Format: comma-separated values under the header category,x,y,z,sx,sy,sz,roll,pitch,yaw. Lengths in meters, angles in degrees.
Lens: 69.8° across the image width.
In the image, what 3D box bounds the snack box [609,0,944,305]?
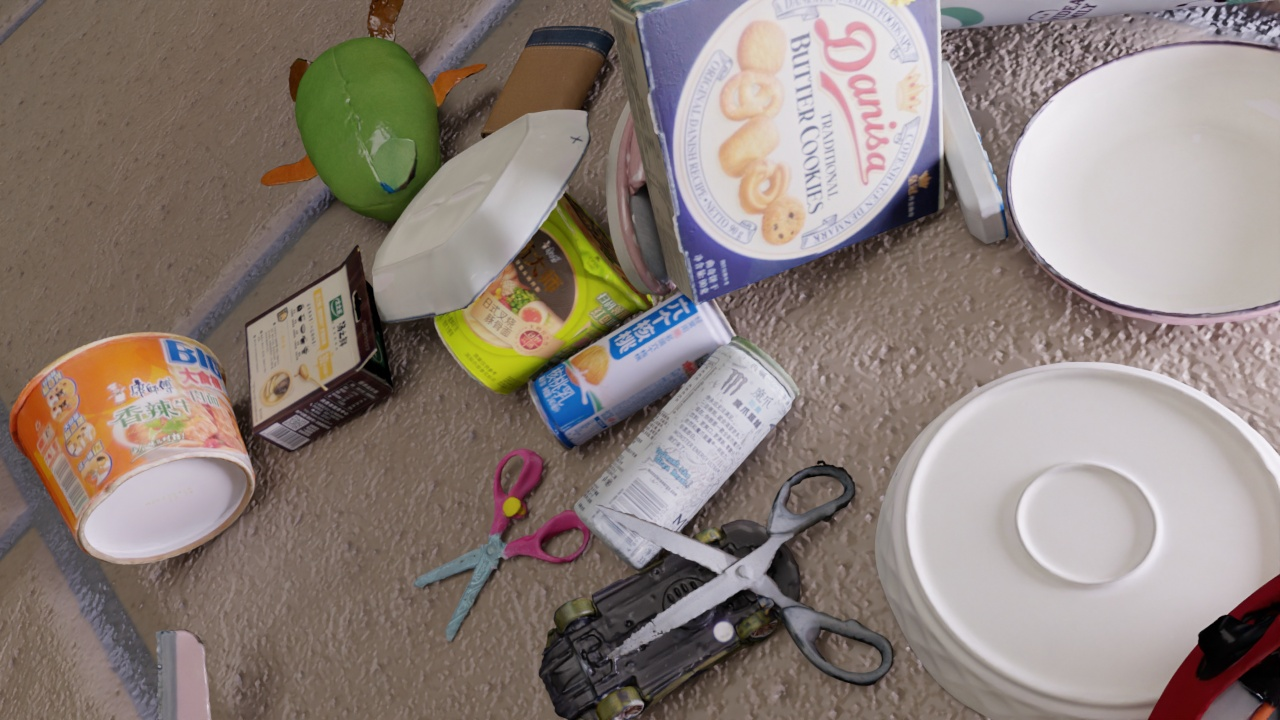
category,x,y,z,sx,sy,sz,roll,pitch,yaw
snack box,0.089,-0.145,0.540,0.182,0.178,0.045,-22,37,-9

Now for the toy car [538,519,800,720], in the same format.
category,x,y,z,sx,sy,sz,roll,pitch,yaw
toy car,0.018,0.149,0.517,0.158,0.042,0.070,-27,56,-7

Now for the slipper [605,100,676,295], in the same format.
category,x,y,z,sx,sy,sz,roll,pitch,yaw
slipper,0.031,-0.164,0.649,0.054,0.114,0.273,-6,54,25

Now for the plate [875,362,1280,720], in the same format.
category,x,y,z,sx,sy,sz,roll,pitch,yaw
plate,0.222,0.087,0.461,0.205,0.045,0.204,-11,60,19

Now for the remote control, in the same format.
category,x,y,z,sx,sy,sz,roll,pitch,yaw
remote control,0.206,-0.134,0.588,0.024,0.049,0.124,-17,57,18

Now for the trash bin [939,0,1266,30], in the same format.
category,x,y,z,sx,sy,sz,roll,pitch,yaw
trash bin,0.275,-0.315,0.563,0.252,0.230,0.229,8,66,21

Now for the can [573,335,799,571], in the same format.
category,x,y,z,sx,sy,sz,roll,pitch,yaw
can,0.028,0.056,0.556,0.146,0.058,0.058,-47,55,-6

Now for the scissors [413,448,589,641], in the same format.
category,x,y,z,sx,sy,sz,roll,pitch,yaw
scissors,-0.087,0.124,0.598,0.118,0.017,0.133,20,77,27

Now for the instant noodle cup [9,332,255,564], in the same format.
category,x,y,z,sx,sy,sz,roll,pitch,yaw
instant noodle cup,-0.365,0.071,0.678,0.151,0.151,0.111,-40,62,-1

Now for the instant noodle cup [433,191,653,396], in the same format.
category,x,y,z,sx,sy,sz,roll,pitch,yaw
instant noodle cup,-0.072,-0.041,0.633,0.123,0.111,0.111,-39,54,10

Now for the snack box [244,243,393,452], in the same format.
category,x,y,z,sx,sy,sz,roll,pitch,yaw
snack box,-0.247,-0.009,0.717,0.126,0.053,0.113,-28,55,11

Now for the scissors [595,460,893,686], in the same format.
category,x,y,z,sx,sy,sz,roll,pitch,yaw
scissors,0.058,0.111,0.500,0.178,0.014,0.159,26,58,6

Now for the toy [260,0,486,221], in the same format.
category,x,y,z,sx,sy,sz,roll,pitch,yaw
toy,-0.240,-0.216,0.810,0.227,0.090,0.246,-29,58,8

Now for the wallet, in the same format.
category,x,y,z,sx,sy,sz,roll,pitch,yaw
wallet,-0.079,-0.232,0.782,0.090,0.033,0.115,12,70,32

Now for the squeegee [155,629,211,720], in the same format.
category,x,y,z,sx,sy,sz,roll,pitch,yaw
squeegee,-0.164,0.269,0.536,0.250,0.040,0.247,-11,75,12

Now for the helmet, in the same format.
category,x,y,z,sx,sy,sz,roll,pitch,yaw
helmet,0.283,0.166,0.327,0.240,0.143,0.207,-37,76,12

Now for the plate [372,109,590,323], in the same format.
category,x,y,z,sx,sy,sz,roll,pitch,yaw
plate,-0.127,-0.104,0.650,0.266,0.034,0.161,-1,56,59

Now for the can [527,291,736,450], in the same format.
category,x,y,z,sx,sy,sz,roll,pitch,yaw
can,-0.004,0.004,0.602,0.134,0.053,0.053,-31,55,6

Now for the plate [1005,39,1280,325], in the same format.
category,x,y,z,sx,sy,sz,roll,pitch,yaw
plate,0.313,-0.099,0.526,0.193,0.039,0.192,-11,59,18
